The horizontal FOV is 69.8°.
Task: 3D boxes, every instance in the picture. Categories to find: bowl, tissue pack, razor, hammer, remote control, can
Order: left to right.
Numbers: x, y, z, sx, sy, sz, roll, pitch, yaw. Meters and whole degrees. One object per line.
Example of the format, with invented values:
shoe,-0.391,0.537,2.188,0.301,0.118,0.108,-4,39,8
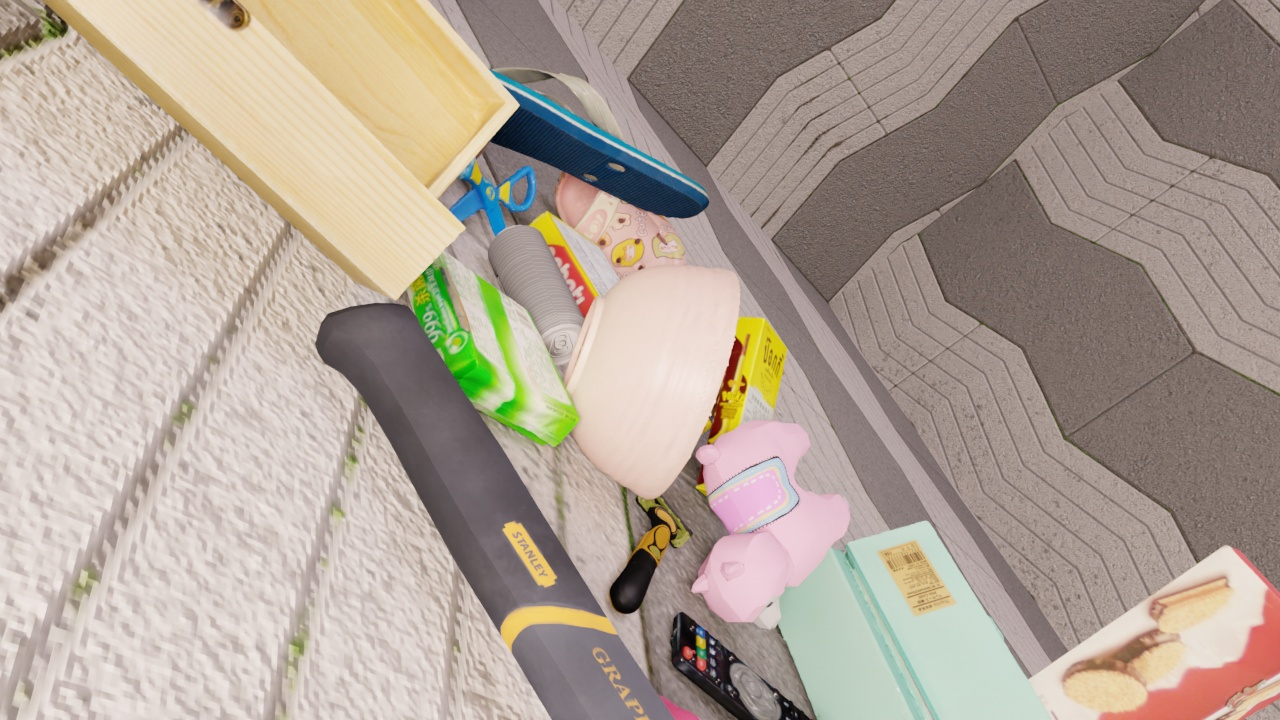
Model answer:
tissue pack,-0.087,-0.010,0.525,0.099,0.034,0.114,38,19,-49
hammer,-0.045,0.093,0.349,0.139,0.035,0.312,-14,56,-43
can,-0.072,-0.047,0.640,0.044,0.044,0.106,33,24,-50
bowl,-0.003,0.003,0.571,0.076,0.153,0.152,21,22,-9
razor,0.005,0.113,0.541,0.044,0.021,0.144,51,17,-1
remote control,0.068,0.200,0.519,0.140,0.021,0.045,43,15,-11

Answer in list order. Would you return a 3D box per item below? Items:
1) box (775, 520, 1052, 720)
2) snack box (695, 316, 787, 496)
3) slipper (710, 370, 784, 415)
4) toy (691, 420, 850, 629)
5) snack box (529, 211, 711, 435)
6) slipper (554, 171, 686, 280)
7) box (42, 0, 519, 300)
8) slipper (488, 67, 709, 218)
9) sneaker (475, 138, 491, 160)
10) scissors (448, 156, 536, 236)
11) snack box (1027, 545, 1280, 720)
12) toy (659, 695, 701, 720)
box,0.171,0.198,0.601,0.055,0.138,0.186,48,13,-40
snack box,0.084,0.044,0.739,0.061,0.026,0.148,43,57,-52
slipper,0.066,0.000,0.869,0.099,0.078,0.263,53,15,9
toy,0.080,0.107,0.623,0.157,0.067,0.123,-15,71,-53
snack box,-0.024,-0.023,0.729,0.200,0.042,0.092,58,16,23
slipper,-0.034,-0.124,0.862,0.081,0.093,0.197,11,41,-52
box,-0.185,-0.160,0.435,0.247,0.119,0.252,47,26,-23
slipper,-0.065,-0.200,0.765,0.294,0.060,0.118,22,-7,-23
sneaker,-0.206,-0.232,0.638,0.245,0.091,0.097,45,-10,-34
scissors,-0.113,-0.124,0.671,0.125,0.013,0.127,-53,130,-49
snack box,0.270,0.224,0.559,0.044,0.273,0.076,32,24,-34
toy,0.017,0.171,0.387,0.102,0.050,0.065,52,9,-17
